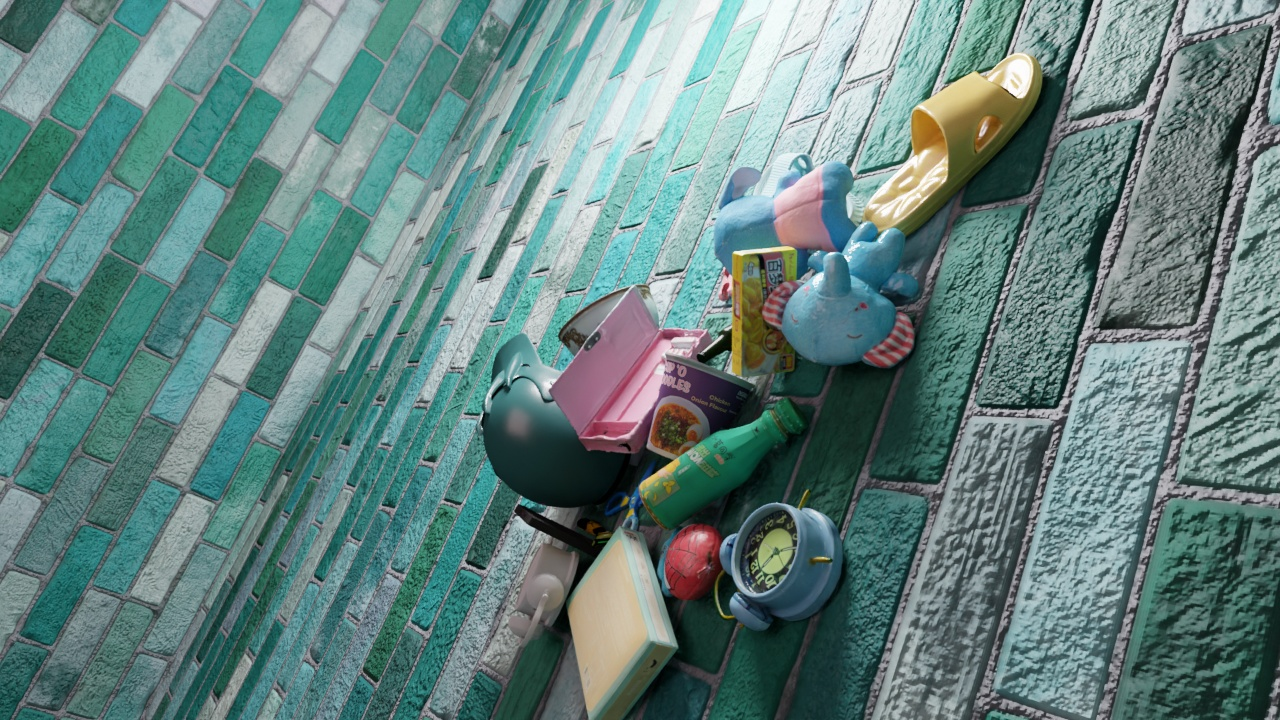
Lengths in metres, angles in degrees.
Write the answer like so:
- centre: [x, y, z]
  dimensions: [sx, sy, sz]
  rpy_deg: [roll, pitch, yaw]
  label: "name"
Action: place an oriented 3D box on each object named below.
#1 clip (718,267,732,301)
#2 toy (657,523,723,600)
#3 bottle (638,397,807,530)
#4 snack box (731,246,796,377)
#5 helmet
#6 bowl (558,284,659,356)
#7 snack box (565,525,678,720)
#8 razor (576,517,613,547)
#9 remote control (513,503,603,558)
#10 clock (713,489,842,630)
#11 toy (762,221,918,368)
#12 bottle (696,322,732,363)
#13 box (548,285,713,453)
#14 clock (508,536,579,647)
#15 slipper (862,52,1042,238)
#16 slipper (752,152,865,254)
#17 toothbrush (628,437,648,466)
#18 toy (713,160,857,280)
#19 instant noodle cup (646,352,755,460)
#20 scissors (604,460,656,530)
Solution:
- centre: [0.126, -0.109, 1.324]
  dimensions: [0.045, 0.023, 0.060]
  rpy_deg: [-38, 40, 29]
  label: "clip"
- centre: [0.053, 0.233, 1.067]
  dimensions: [0.092, 0.062, 0.133]
  rpy_deg: [-61, 17, -22]
  label: "toy"
- centre: [0.099, 0.118, 1.078]
  dimensions: [0.210, 0.068, 0.068]
  rpy_deg: [-36, 34, 13]
  label: "bottle"
- centre: [0.149, -0.059, 1.105]
  dimensions: [0.025, 0.075, 0.152]
  rpy_deg: [-147, 53, -64]
  label: "snack box"
- centre: [-0.137, 0.087, 1.328]
  dimensions: [0.177, 0.200, 0.274]
  rpy_deg: [-56, 26, 23]
  label: "helmet"
- centre: [-0.034, -0.034, 1.395]
  dimensions: [0.160, 0.159, 0.094]
  rpy_deg: [-37, 75, 32]
  label: "bowl"
- centre: [-0.029, 0.316, 1.104]
  dimensions: [0.142, 0.044, 0.193]
  rpy_deg: [-57, 27, 21]
  label: "snack box"
- centre: [-0.062, 0.233, 1.251]
  dimensions: [0.144, 0.044, 0.021]
  rpy_deg: [176, 91, -71]
  label: "razor"
- centre: [-0.105, 0.232, 1.229]
  dimensions: [0.013, 0.133, 0.058]
  rpy_deg: [-60, 28, -5]
  label: "remote control"
- centre: [0.137, 0.215, 0.953]
  dimensions: [0.162, 0.060, 0.118]
  rpy_deg: [-47, 32, 27]
  label: "clock"
- centre: [0.234, -0.079, 1.032]
  dimensions: [0.183, 0.114, 0.180]
  rpy_deg: [24, 85, 36]
  label: "toy"
- centre: [0.118, -0.030, 1.180]
  dimensions: [0.122, 0.033, 0.033]
  rpy_deg: [-33, 15, -33]
  label: "bottle"
- centre: [-0.009, 0.005, 1.230]
  dimensions: [0.107, 0.115, 0.231]
  rpy_deg: [2, 42, 39]
  label: "box"
- centre: [-0.128, 0.313, 1.225]
  dimensions: [0.158, 0.061, 0.120]
  rpy_deg: [-77, 13, -57]
  label: "clock"
- centre: [0.350, -0.255, 1.062]
  dimensions: [0.264, 0.078, 0.099]
  rpy_deg: [-49, 32, 16]
  label: "slipper"
- centre: [0.212, -0.219, 1.251]
  dimensions: [0.116, 0.069, 0.276]
  rpy_deg: [-55, 30, 12]
  label: "slipper"
- centre: [0.024, 0.062, 1.313]
  dimensions: [0.019, 0.018, 0.187]
  rpy_deg: [-12, 52, 66]
  label: "toothbrush"
- centre: [0.183, -0.154, 1.153]
  dimensions: [0.192, 0.098, 0.224]
  rpy_deg: [-18, 74, 32]
  label: "toy"
- centre: [0.063, 0.066, 1.152]
  dimensions: [0.122, 0.136, 0.122]
  rpy_deg: [20, 88, 29]
  label: "instant noodle cup"
- centre: [-0.009, 0.197, 1.239]
  dimensions: [0.126, 0.016, 0.123]
  rpy_deg: [-35, 40, 37]
  label: "scissors"
